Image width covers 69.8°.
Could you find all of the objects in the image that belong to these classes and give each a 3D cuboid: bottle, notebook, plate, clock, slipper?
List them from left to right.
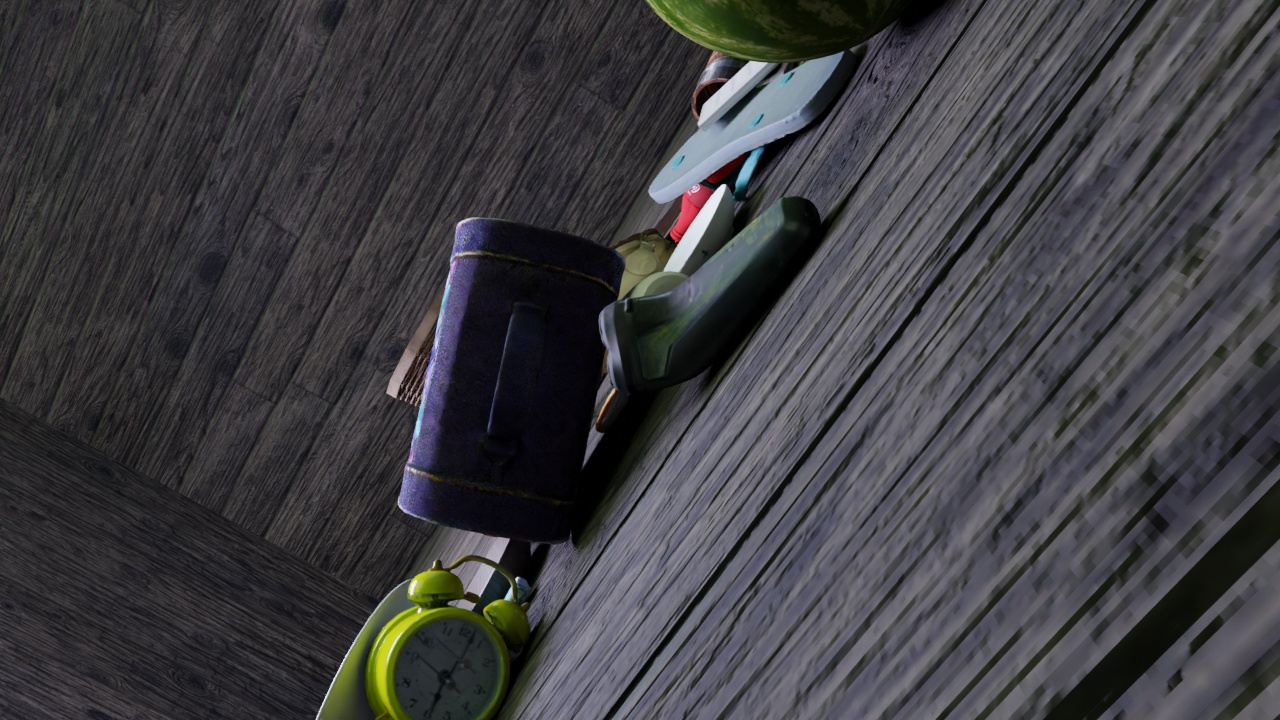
[{"bbox_3d":[-0.183,0.272,0.627,0.242,0.016,0.242,15,-92,-84],"label":"plate"},{"bbox_3d":[-0.117,0.178,0.563,0.057,0.083,0.118,-35,28,60],"label":"clock"},{"bbox_3d":[0.008,-0.032,0.677,0.051,0.051,0.146,-60,7,-8],"label":"bottle"},{"bbox_3d":[0.049,-0.089,0.728,0.104,0.026,0.104,-57,8,13],"label":"plate"},{"bbox_3d":[0.065,-0.161,0.869,0.119,0.036,0.036,-55,9,33],"label":"bottle"},{"bbox_3d":[0.094,-0.180,0.745,0.098,0.054,0.269,-60,18,-19],"label":"slipper"},{"bbox_3d":[0.132,-0.279,0.780,0.210,0.009,0.142,-40,13,19],"label":"notebook"}]

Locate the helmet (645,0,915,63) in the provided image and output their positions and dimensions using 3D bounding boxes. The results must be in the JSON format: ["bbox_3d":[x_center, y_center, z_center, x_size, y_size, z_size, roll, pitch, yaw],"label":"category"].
[{"bbox_3d":[0.078,-0.293,0.531,0.214,0.247,0.242,-27,-13,38],"label":"helmet"}]

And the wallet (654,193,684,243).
[{"bbox_3d":[0.039,-0.160,1.072,0.120,0.031,0.099,-57,11,8],"label":"wallet"}]

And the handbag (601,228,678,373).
[{"bbox_3d":[-0.016,-0.058,0.857,0.111,0.081,0.119,-55,3,-25],"label":"handbag"}]

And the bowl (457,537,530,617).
[{"bbox_3d":[-0.117,0.184,0.730,0.118,0.030,0.117,-58,7,12],"label":"bowl"}]

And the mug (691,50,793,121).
[{"bbox_3d":[0.119,-0.304,0.971,0.116,0.080,0.107,-14,40,41],"label":"mug"}]

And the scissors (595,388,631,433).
[{"bbox_3d":[-0.004,0.003,0.768,0.127,0.013,0.064,-63,9,-17],"label":"scissors"}]

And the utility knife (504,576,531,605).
[{"bbox_3d":[-0.126,0.233,0.681,0.181,0.015,0.022,-60,4,16],"label":"utility knife"}]

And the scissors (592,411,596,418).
[{"bbox_3d":[-0.067,-0.007,0.853,0.011,0.134,0.138,-25,4,-25],"label":"scissors"}]

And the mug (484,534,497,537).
[{"bbox_3d":[-0.136,0.110,0.841,0.077,0.112,0.096,-42,2,-17],"label":"mug"}]

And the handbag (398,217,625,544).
[{"bbox_3d":[-0.093,0.017,0.669,0.222,0.125,0.204,159,123,-79],"label":"handbag"}]

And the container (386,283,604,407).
[{"bbox_3d":[-0.161,0.007,1.076,0.227,0.196,0.226,-58,7,12],"label":"container"}]

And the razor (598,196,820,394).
[{"bbox_3d":[0.032,-0.036,0.494,0.152,0.067,0.053,-43,31,37],"label":"razor"}]
